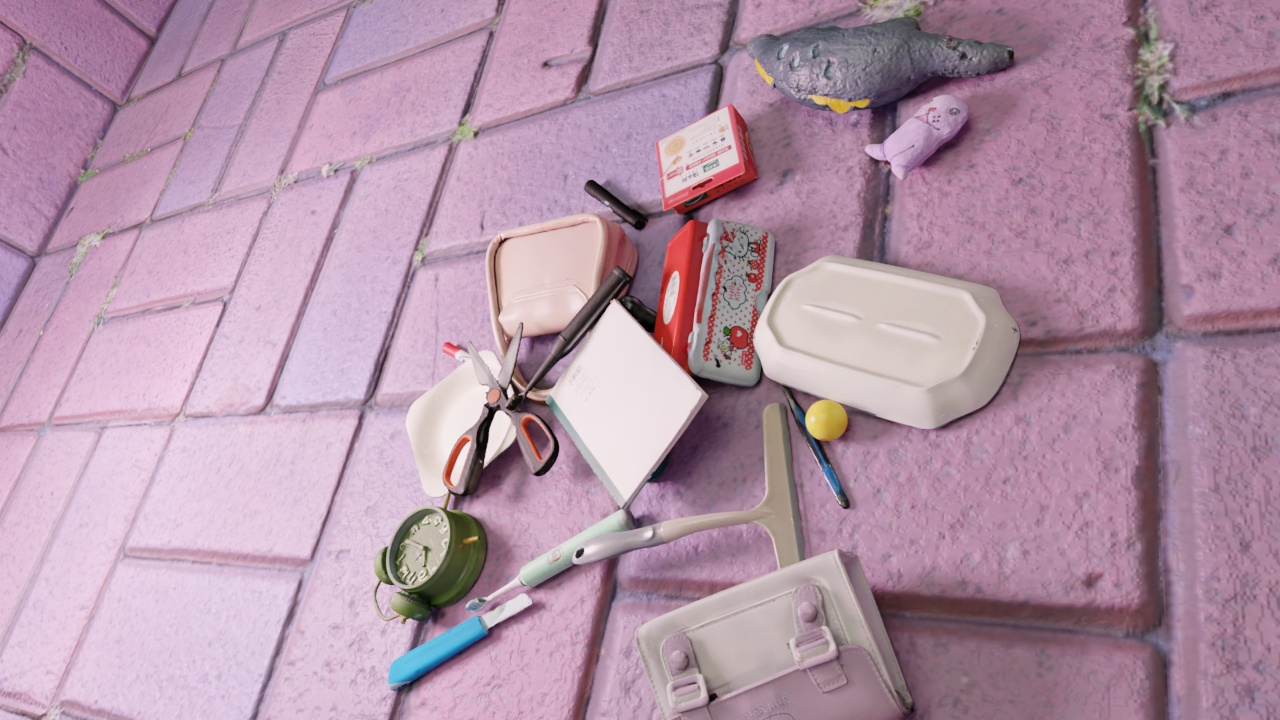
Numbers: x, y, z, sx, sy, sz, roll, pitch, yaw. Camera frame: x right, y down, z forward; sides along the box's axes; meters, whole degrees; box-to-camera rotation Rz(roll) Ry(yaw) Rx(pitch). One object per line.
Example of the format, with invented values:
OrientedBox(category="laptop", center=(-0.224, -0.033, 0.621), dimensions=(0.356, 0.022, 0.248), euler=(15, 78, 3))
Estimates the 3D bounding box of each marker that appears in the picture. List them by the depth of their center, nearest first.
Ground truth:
OrientedBox(category="marker", center=(-0.034, -0.209, 1.223), dimensions=(0.022, 0.020, 0.132), euler=(-37, 46, -11))
OrientedBox(category="marker", center=(-0.221, 0.004, 1.231), dimensions=(0.145, 0.017, 0.017), euler=(24, 79, 42))

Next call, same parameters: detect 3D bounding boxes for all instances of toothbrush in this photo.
OrientedBox(category="toothbrush", center=(0.166, 0.070, 0.916), dimensions=(0.014, 0.016, 0.189), euler=(-28, 53, 8))
OrientedBox(category="toothbrush", center=(-0.100, 0.223, 1.002), dimensions=(0.225, 0.027, 0.026), euler=(-32, 54, 16))
OrientedBox(category="toothbrush", center=(-0.086, -0.023, 1.071), dimensions=(0.212, 0.027, 0.026), euler=(-50, 59, 2))

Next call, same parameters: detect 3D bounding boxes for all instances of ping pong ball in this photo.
OrientedBox(category="ping pong ball", center=(0.181, 0.058, 0.890), dimensions=(0.040, 0.040, 0.040), euler=(-18, 54, 26))

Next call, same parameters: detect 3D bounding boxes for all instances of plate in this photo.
OrientedBox(category="plate", center=(0.229, -0.031, 0.903), dimensions=(0.266, 0.034, 0.161), euler=(20, 74, 38))
OrientedBox(category="plate", center=(-0.219, 0.083, 1.165), dimensions=(0.164, 0.034, 0.164), euler=(-36, 51, 12))

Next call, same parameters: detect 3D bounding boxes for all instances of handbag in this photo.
OrientedBox(category="handbag", center=(0.109, 0.260, 0.773), dimensions=(0.197, 0.098, 0.145), euler=(-27, 71, 18))
OrientedBox(category="handbag", center=(-0.107, -0.059, 1.154), dimensions=(0.194, 0.093, 0.233), euler=(-9, 67, 31))

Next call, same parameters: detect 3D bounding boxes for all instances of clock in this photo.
OrientedBox(category="clock", center=(-0.256, 0.240, 1.085), dimensions=(0.161, 0.056, 0.116), euler=(-47, 46, 3))

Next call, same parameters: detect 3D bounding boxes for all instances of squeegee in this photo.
OrientedBox(category="squeegee", center=(0.035, 0.169, 0.908), dimensions=(0.247, 0.039, 0.246), euler=(-15, 56, 20))

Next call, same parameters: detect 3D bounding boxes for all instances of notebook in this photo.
OrientedBox(category="notebook", center=(-0.024, 0.041, 0.998), dimensions=(0.150, 0.012, 0.209), euler=(-55, 42, 12))

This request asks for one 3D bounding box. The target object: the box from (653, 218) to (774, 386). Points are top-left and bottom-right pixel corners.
OrientedBox(category="box", center=(0.082, -0.058, 1.035), dimensions=(0.113, 0.099, 0.201), euler=(140, 143, -59))

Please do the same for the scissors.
OrientedBox(category="scissors", center=(-0.167, 0.065, 1.102), dimensions=(0.231, 0.021, 0.220), euler=(28, 83, 35))

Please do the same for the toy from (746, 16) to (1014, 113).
OrientedBox(category="toy", center=(0.243, -0.346, 1.068), dimensions=(0.357, 0.091, 0.137), euler=(17, 46, 40))

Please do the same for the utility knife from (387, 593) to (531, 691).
OrientedBox(category="utility knife", center=(-0.204, 0.312, 1.028), dimensions=(0.210, 0.018, 0.034), euler=(-33, 49, 17))

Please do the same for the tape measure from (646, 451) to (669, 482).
OrientedBox(category="tape measure", center=(0.006, 0.105, 0.999), dimensions=(0.058, 0.025, 0.054), euler=(-2, 64, 39))

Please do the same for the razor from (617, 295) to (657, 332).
OrientedBox(category="razor", center=(-0.006, 0.006, 1.056), dimensions=(0.067, 0.062, 0.167), euler=(-1, 64, 0))

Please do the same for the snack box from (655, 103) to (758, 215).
OrientedBox(category="snack box", center=(0.082, -0.242, 1.142), dimensions=(0.113, 0.044, 0.127), euler=(-22, 51, 23))

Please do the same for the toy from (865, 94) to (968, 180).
OrientedBox(category="toy", center=(0.302, -0.244, 0.988), dimensions=(0.108, 0.039, 0.083), euler=(-42, 38, 9))
